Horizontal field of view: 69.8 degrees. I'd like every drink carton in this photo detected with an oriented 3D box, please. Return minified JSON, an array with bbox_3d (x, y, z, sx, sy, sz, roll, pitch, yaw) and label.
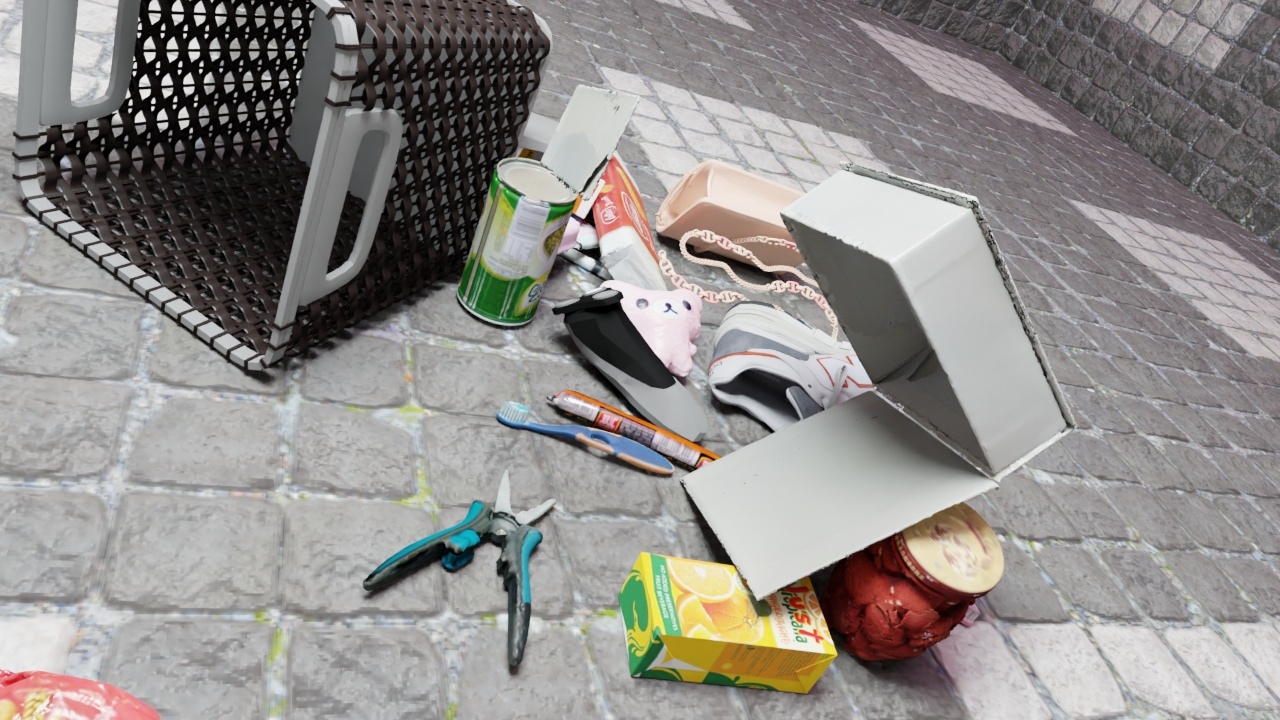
[{"bbox_3d":[-0.082,-0.180,0.896,0.058,0.040,0.122,27,9,-25],"label":"drink carton"},{"bbox_3d":[0.054,0.158,0.549,0.122,0.041,0.058,13,34,-19],"label":"drink carton"}]

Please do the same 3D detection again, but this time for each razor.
[{"bbox_3d":[-0.004,0.004,0.724,0.057,0.060,0.156,-27,78,-38],"label":"razor"}]

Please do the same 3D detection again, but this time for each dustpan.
[{"bbox_3d":[-0.166,-0.230,0.862,0.258,0.033,0.162,22,19,9],"label":"dustpan"}]

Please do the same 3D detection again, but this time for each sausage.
[{"bbox_3d":[0.002,0.055,0.683,0.155,0.020,0.020,24,32,-2],"label":"sausage"}]

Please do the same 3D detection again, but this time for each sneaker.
[{"bbox_3d":[0.155,0.038,0.760,0.240,0.089,0.124,25,36,17],"label":"sneaker"}]

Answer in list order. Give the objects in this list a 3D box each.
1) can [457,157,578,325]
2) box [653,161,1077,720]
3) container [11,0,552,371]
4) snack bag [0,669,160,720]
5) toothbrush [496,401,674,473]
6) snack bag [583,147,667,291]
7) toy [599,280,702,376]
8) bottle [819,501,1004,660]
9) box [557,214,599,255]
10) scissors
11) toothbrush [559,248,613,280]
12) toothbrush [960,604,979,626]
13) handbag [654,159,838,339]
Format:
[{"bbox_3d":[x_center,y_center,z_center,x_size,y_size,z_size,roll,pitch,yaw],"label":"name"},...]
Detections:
[{"bbox_3d":[-0.099,-0.092,0.731,0.067,0.121,0.067,17,33,-12],"label":"can"},{"bbox_3d":[0.125,0.104,0.612,0.164,0.447,0.167,14,15,-17],"label":"box"},{"bbox_3d":[-0.241,-0.183,0.657,0.245,0.248,0.242,33,30,13],"label":"container"},{"bbox_3d":[-0.211,0.186,0.297,0.082,0.082,0.176,14,35,-17],"label":"snack bag"},{"bbox_3d":[-0.037,0.056,0.658,0.135,0.017,0.021,19,35,-9],"label":"toothbrush"},{"bbox_3d":[-0.018,-0.136,0.897,0.077,0.041,0.225,54,13,-35],"label":"snack bag"},{"bbox_3d":[0.016,-0.027,0.782,0.099,0.053,0.095,6,49,-26],"label":"toy"},{"bbox_3d":[0.168,0.136,0.593,0.099,0.111,0.098,12,45,-13],"label":"bottle"},{"bbox_3d":[-0.135,-0.160,0.853,0.201,0.041,0.153,33,25,13],"label":"box"},{"bbox_3d":[-0.085,0.118,0.534,0.118,0.019,0.147,41,34,24],"label":"scissors"},{"bbox_3d":[-0.107,-0.122,0.872,0.187,0.012,0.017,29,46,7],"label":"toothbrush"},{"bbox_3d":[0.204,0.143,0.694,0.021,0.016,0.135,-4,42,-40],"label":"toothbrush"},{"bbox_3d":[0.088,-0.094,0.929,0.198,0.117,0.187,16,66,-21],"label":"handbag"}]
